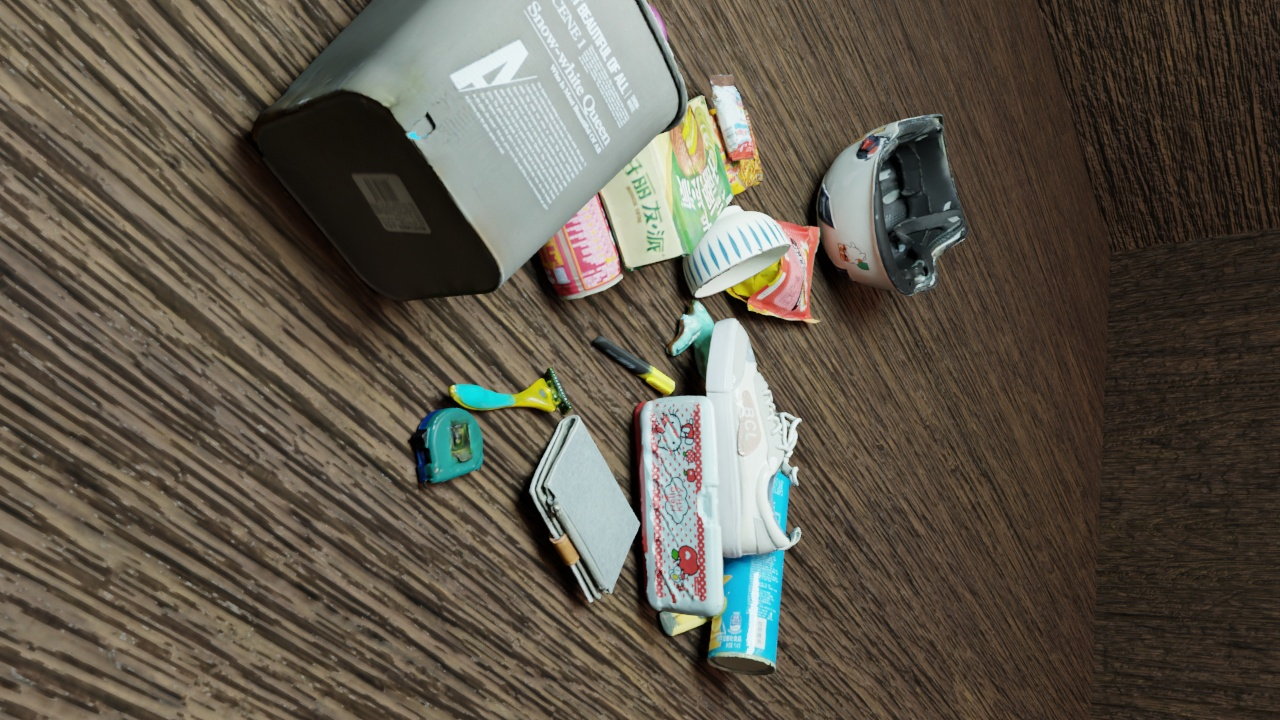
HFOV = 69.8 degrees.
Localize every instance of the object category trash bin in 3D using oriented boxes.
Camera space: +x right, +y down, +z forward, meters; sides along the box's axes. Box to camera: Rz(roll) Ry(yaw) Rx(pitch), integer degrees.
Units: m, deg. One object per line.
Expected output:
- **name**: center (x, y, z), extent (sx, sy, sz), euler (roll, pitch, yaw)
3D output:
- **trash bin**: center (-0.116, -0.171, 0.631), extent (0.199, 0.199, 0.219), euler (57, 49, -32)

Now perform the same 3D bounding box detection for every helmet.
- **helmet**: center (0.326, -0.209, 1.261), extent (0.273, 0.157, 0.230), euler (-47, 124, -34)

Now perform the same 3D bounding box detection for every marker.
- **marker**: center (-0.005, 0.005, 0.891), extent (0.124, 0.018, 0.015), euler (34, 53, -45)

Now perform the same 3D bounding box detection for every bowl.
- **bowl**: center (0.094, -0.121, 0.973), extent (0.116, 0.117, 0.066), euler (-16, 78, -53)

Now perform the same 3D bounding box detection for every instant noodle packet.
- **instant noodle packet**: center (0.091, -0.235, 1.038), extent (0.128, 0.044, 0.111), euler (-37, 110, -49)

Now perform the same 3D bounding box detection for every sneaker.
- **sneaker**: center (0.117, 0.074, 0.921), extent (0.089, 0.091, 0.242), euler (36, 51, -77)

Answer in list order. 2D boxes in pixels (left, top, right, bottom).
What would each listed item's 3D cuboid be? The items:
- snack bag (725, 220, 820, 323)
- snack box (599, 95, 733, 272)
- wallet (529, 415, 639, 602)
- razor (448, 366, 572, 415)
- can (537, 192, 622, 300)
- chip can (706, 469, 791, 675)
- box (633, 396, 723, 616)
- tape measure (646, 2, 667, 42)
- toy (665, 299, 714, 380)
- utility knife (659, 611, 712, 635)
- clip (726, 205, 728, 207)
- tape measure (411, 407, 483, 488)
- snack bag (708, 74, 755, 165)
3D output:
- **snack bag**: center (0.175, -0.110, 1.123), extent (0.207, 0.073, 0.128), euler (-2, 91, -59)
- **snack box**: center (0.026, -0.175, 0.873), extent (0.239, 0.063, 0.114), euler (-56, 130, -64)
- **wallet**: center (-0.051, 0.130, 0.795), extent (0.130, 0.037, 0.106), euler (64, 30, -26)
- **razor**: center (-0.108, 0.028, 0.738), extent (0.132, 0.028, 0.043), euler (2, 60, -57)
- **can**: center (-0.058, -0.106, 0.794), extent (0.066, 0.067, 0.094), euler (-40, 116, -49)
- **chip can**: center (0.115, 0.215, 0.962), extent (0.071, 0.071, 0.209), euler (42, 48, -42)
- **box**: center (0.051, 0.135, 0.880), extent (0.094, 0.100, 0.201), euler (2, 84, -53)
- **tape measure**: center (-0.002, -0.332, 0.930), extent (0.057, 0.039, 0.058), euler (4, 77, -53)
- **toy**: center (0.065, -0.017, 0.983), extent (0.096, 0.030, 0.092), euler (-42, 114, -40)
- **utility knife**: center (0.073, 0.258, 0.967), extent (0.182, 0.019, 0.031), euler (-1, 90, -59)
- **clip**: center (0.088, -0.147, 1.037), extent (0.037, 0.026, 0.057), euler (43, 57, -32)
- **tape measure**: center (-0.143, 0.063, 0.689), extent (0.058, 0.025, 0.054), euler (-15, 98, -54)
- **snack bag**: center (0.101, -0.262, 1.002), extent (0.045, 0.026, 0.105), euler (-16, 90, -42)
